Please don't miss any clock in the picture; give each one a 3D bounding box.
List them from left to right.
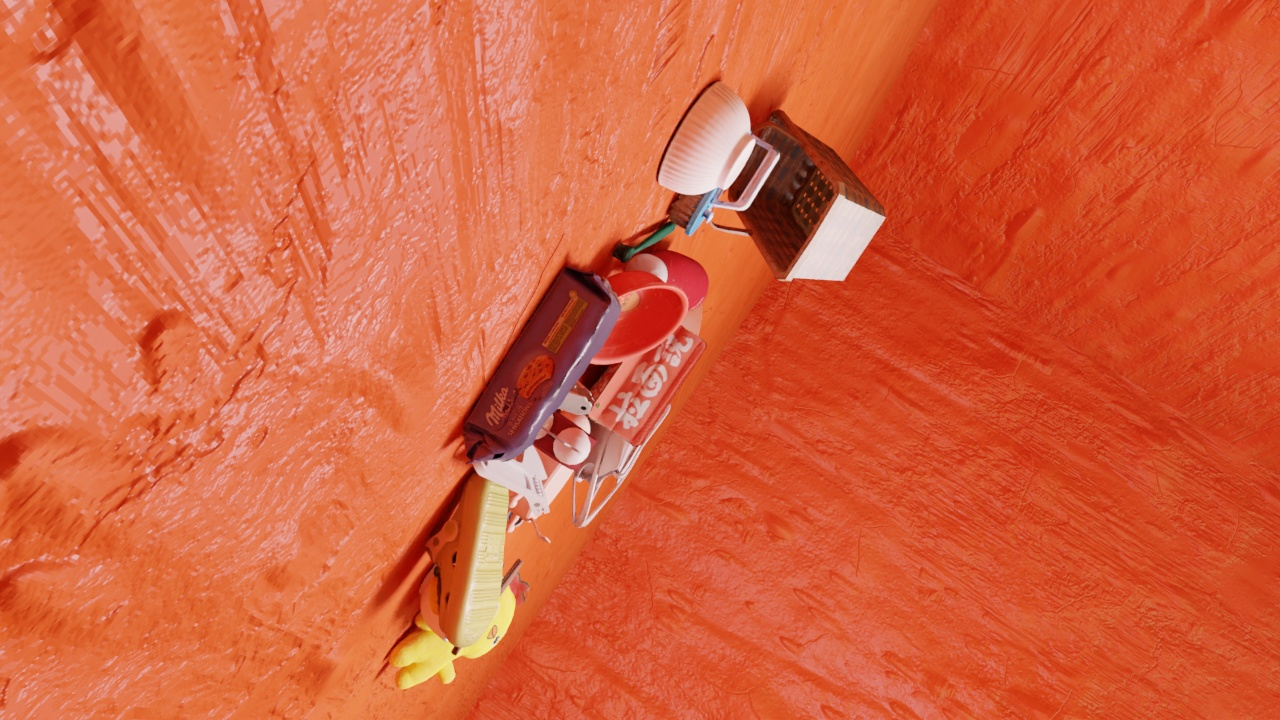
[{"bbox_3d":[-0.117,0.150,1.205,0.160,0.086,0.131,-60,175,-27],"label":"clock"},{"bbox_3d":[-0.094,0.083,1.021,0.044,0.087,0.124,-55,176,-3],"label":"clock"}]

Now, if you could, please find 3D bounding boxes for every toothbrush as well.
[{"bbox_3d":[0.007,-0.135,1.016,0.016,0.017,0.189,-67,170,23],"label":"toothbrush"}]

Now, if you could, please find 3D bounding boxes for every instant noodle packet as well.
[{"bbox_3d":[-0.007,0.007,1.244,0.164,0.084,0.221,-57,-168,4],"label":"instant noodle packet"}]

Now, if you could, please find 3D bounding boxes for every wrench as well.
[{"bbox_3d":[-0.140,0.113,0.992,0.018,0.086,0.273,-19,162,3],"label":"wrench"}]

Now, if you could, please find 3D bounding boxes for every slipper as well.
[{"bbox_3d":[-0.191,0.203,0.968,0.091,0.082,0.190,36,62,-76],"label":"slipper"}]

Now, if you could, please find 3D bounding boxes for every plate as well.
[{"bbox_3d":[0.045,-0.038,1.432,0.174,0.036,0.174,-166,-89,-75],"label":"plate"}]

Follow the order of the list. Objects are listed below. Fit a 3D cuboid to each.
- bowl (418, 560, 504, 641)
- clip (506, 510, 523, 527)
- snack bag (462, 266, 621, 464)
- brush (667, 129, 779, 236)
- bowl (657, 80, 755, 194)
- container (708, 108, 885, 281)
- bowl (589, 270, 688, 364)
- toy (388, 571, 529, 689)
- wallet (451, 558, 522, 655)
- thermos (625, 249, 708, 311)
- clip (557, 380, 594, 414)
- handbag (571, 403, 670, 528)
[{"bbox_3d":[-0.219,0.267,1.087,0.113,0.063,0.113,-55,174,-9],"label":"bowl"},{"bbox_3d":[-0.142,0.175,1.340,0.162,0.028,0.107,-50,170,-41],"label":"clip"},{"bbox_3d":[-0.088,0.010,0.851,0.205,0.058,0.096,-58,173,3],"label":"snack bag"},{"bbox_3d":[0.094,-0.200,1.058,0.136,0.075,0.055,-58,172,7],"label":"brush"},{"bbox_3d":[0.075,-0.213,0.925,0.118,0.062,0.118,-55,173,-11],"label":"bowl"},{"bbox_3d":[0.186,-0.226,1.224,0.158,0.186,0.249,-60,-151,29],"label":"container"},{"bbox_3d":[-0.018,-0.052,0.958,0.130,0.045,0.131,-20,151,-12],"label":"bowl"},{"bbox_3d":[-0.242,0.351,1.218,0.207,0.092,0.134,-39,140,-42],"label":"toy"},{"bbox_3d":[-0.192,0.306,1.142,0.120,0.013,0.088,-52,176,-36],"label":"wallet"},{"bbox_3d":[0.029,-0.096,1.097,0.073,0.073,0.239,-58,170,9],"label":"thermos"},{"bbox_3d":[-0.086,0.040,1.065,0.057,0.054,0.102,-8,145,-28],"label":"clip"},{"bbox_3d":[-0.048,0.145,1.354,0.222,0.095,0.216,-69,-167,-16],"label":"handbag"}]
